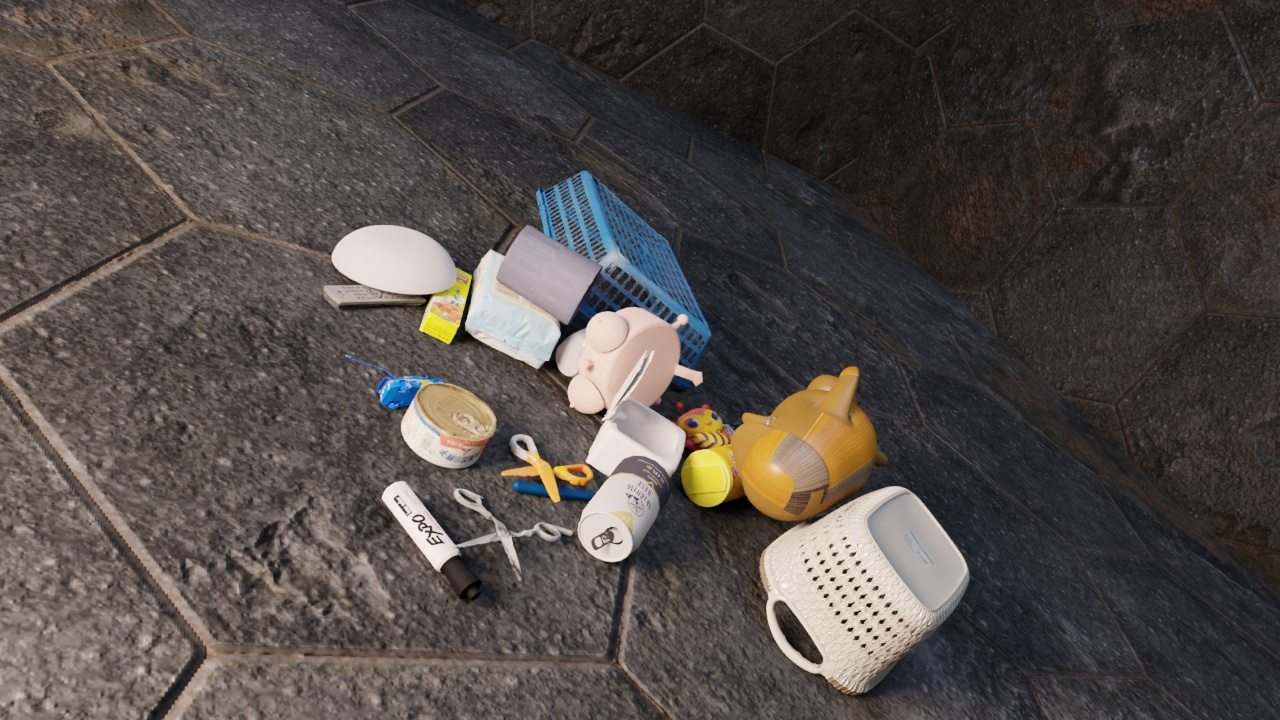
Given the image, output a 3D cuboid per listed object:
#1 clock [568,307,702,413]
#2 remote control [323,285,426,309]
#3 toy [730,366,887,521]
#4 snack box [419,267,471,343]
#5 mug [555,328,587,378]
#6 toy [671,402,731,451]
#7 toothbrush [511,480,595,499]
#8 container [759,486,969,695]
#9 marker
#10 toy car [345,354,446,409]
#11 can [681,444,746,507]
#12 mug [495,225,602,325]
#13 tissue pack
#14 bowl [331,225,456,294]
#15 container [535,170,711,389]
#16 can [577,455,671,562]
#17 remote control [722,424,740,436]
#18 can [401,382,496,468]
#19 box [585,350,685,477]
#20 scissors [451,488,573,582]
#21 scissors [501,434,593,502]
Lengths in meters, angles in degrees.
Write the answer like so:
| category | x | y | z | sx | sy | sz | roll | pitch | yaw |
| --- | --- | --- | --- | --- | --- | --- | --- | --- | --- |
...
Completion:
| category | x | y | z | sx | sy | sz | roll | pitch | yaw |
| --- | --- | --- | --- | --- | --- | --- | --- | --- | --- |
| clock | -0.007 | 0.007 | 1.133 | 0.160 | 0.131 | 0.086 | 2 | 24 | -41 |
| remote control | -0.308 | -0.076 | 1.070 | 0.033 | 0.013 | 0.136 | 43 | 25 | 21 |
| toy | 0.184 | 0.111 | 1.069 | 0.162 | 0.199 | 0.202 | 29 | 30 | 23 |
| snack box | -0.239 | -0.073 | 1.133 | 0.040 | 0.029 | 0.147 | 26 | 25 | -17 |
| mug | -0.053 | -0.020 | 1.172 | 0.089 | 0.107 | 0.071 | -13 | 59 | -48 |
| toy | 0.082 | 0.092 | 1.201 | 0.084 | 0.046 | 0.103 | 16 | 18 | -21 |
| toothbrush | -0.062 | 0.142 | 0.964 | 0.167 | 0.014 | 0.014 | 14 | 30 | -36 |
| container | 0.252 | 0.241 | 1.011 | 0.184 | 0.143 | 0.245 | 55 | 29 | 15 |
| marker | -0.177 | 0.154 | 0.782 | 0.126 | 0.025 | 0.025 | 45 | 26 | 24 |
| toy car | -0.248 | 0.017 | 0.940 | 0.091 | 0.033 | 0.062 | 0 | 47 | -52 |
| can | 0.103 | 0.137 | 1.114 | 0.067 | 0.068 | 0.104 | 45 | 26 | 25 |
| mug | -0.112 | -0.103 | 1.130 | 0.104 | 0.084 | 0.124 | 30 | -3 | -2 |
| tissue pack | -0.163 | -0.070 | 1.177 | 0.112 | 0.070 | 0.181 | 25 | 23 | -18 |
| bowl | -0.295 | -0.132 | 1.115 | 0.149 | 0.043 | 0.149 | 14 | 26 | -7 |
| container | -0.021 | -0.142 | 1.389 | 0.257 | 0.089 | 0.361 | 37 | 19 | -30 |
| can | -0.017 | 0.151 | 0.927 | 0.064 | 0.064 | 0.127 | 35 | 32 | 4 |
| remote control | 0.137 | 0.104 | 1.292 | 0.124 | 0.012 | 0.028 | 7 | 35 | -46 |
| can | -0.191 | 0.064 | 0.913 | 0.086 | 0.043 | 0.086 | 27 | 25 | -14 |
| box | 0.006 | 0.062 | 1.054 | 0.126 | 0.137 | 0.108 | 33 | 21 | -3 |
| scissors | -0.116 | 0.159 | 0.839 | 0.173 | 0.014 | 0.141 | 17 | 15 | -49 |
| scissors | -0.104 | 0.110 | 0.956 | 0.127 | 0.011 | 0.125 | 35 | 18 | 32 |
